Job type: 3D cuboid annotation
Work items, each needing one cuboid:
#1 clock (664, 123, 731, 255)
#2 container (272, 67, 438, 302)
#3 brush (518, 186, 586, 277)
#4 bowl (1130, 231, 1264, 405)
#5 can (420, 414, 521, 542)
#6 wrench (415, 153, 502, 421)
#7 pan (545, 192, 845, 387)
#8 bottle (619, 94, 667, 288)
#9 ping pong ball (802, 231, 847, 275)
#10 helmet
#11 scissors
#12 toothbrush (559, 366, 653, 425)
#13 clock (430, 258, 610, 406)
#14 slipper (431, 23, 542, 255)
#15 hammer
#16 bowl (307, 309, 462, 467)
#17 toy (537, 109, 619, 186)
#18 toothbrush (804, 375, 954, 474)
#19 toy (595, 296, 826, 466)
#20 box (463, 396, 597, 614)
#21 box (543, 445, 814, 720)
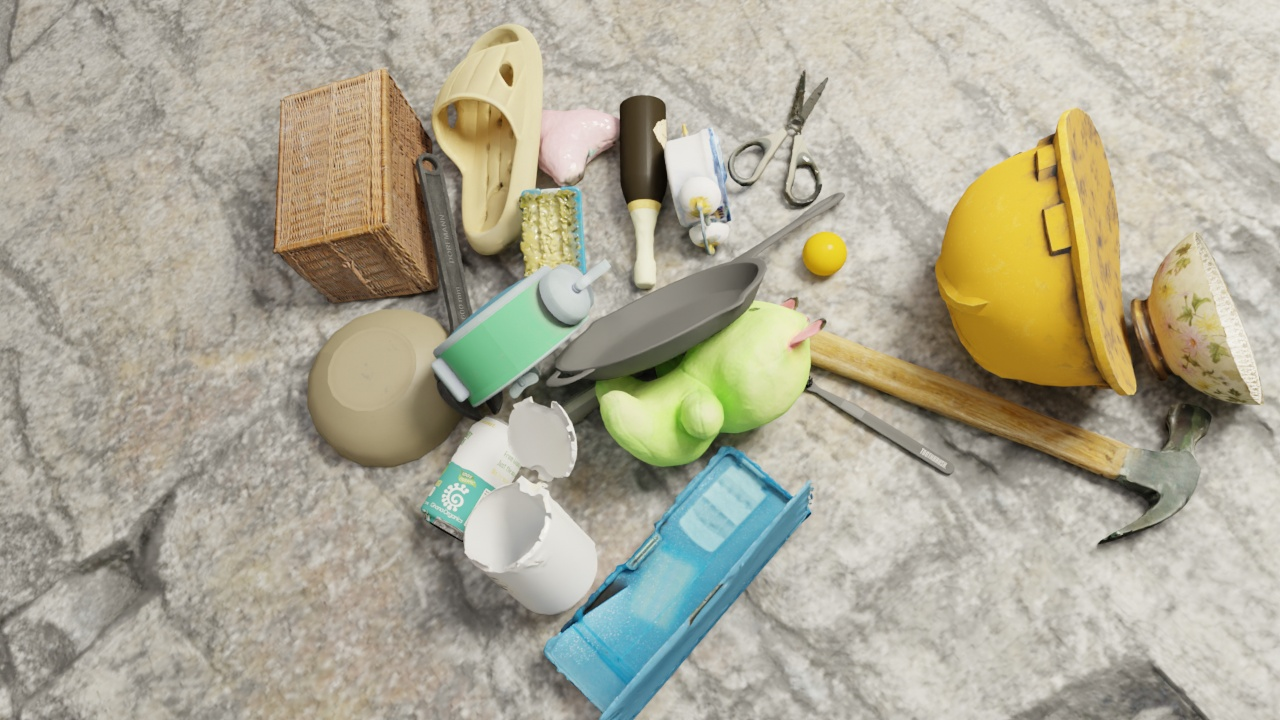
[{"bbox_3d":[0.056,-0.156,0.848,0.052,0.089,0.125,-11,59,8],"label":"clock"},{"bbox_3d":[-0.270,-0.163,0.879,0.113,0.114,0.198,-11,64,7],"label":"container"},{"bbox_3d":[-0.077,-0.091,0.848,0.055,0.075,0.136,-2,99,7],"label":"brush"},{"bbox_3d":[0.443,-0.026,0.743,0.063,0.145,0.145,-22,60,38],"label":"bowl"},{"bbox_3d":[-0.140,0.101,0.782,0.055,0.055,0.101,25,72,16],"label":"can"},{"bbox_3d":[-0.174,-0.073,0.848,0.073,0.018,0.273,-1,68,-39],"label":"wrench"},{"bbox_3d":[0.065,-0.062,0.795,0.353,0.217,0.024,-35,106,-27],"label":"pan"},{"bbox_3d":[0.003,-0.159,0.875,0.045,0.045,0.184,-2,78,6],"label":"bottle"},{"bbox_3d":[0.168,-0.097,0.836,0.040,0.040,0.040,-3,67,6],"label":"ping pong ball"},{"bbox_3d":[0.311,-0.078,0.746,0.132,0.205,0.254,-11,36,33],"label":"helmet"},{"bbox_3d":[0.154,-0.216,0.903,0.164,0.013,0.150,-29,72,-18],"label":"scissors"},{"bbox_3d":[-0.005,0.005,0.825,0.185,0.022,0.024,-35,85,-7],"label":"toothbrush"},{"bbox_3d":[-0.089,-0.029,0.759,0.162,0.122,0.075,-37,98,7],"label":"clock"},{"bbox_3d":[-0.153,-0.230,0.893,0.112,0.079,0.261,-18,65,34],"label":"slipper"},{"bbox_3d":[0.286,0.043,0.769,0.331,0.033,0.132,22,73,16],"label":"hammer"},{"bbox_3d":[-0.234,0.017,0.832,0.152,0.050,0.152,-3,67,6],"label":"bowl"},{"bbox_3d":[-0.076,-0.220,0.912,0.096,0.053,0.099,29,64,23],"label":"toy"},{"bbox_3d":[0.193,0.049,0.787,0.167,0.013,0.012,33,74,16],"label":"toothbrush"},{"bbox_3d":[0.063,0.019,0.761,0.197,0.150,0.107,-18,103,-3],"label":"toy"},{"bbox_3d":[-0.078,0.115,0.718,0.084,0.147,0.136,24,71,35],"label":"box"},{"bbox_3d":[0.026,0.164,0.704,0.094,0.112,0.231,40,77,19],"label":"box"}]
